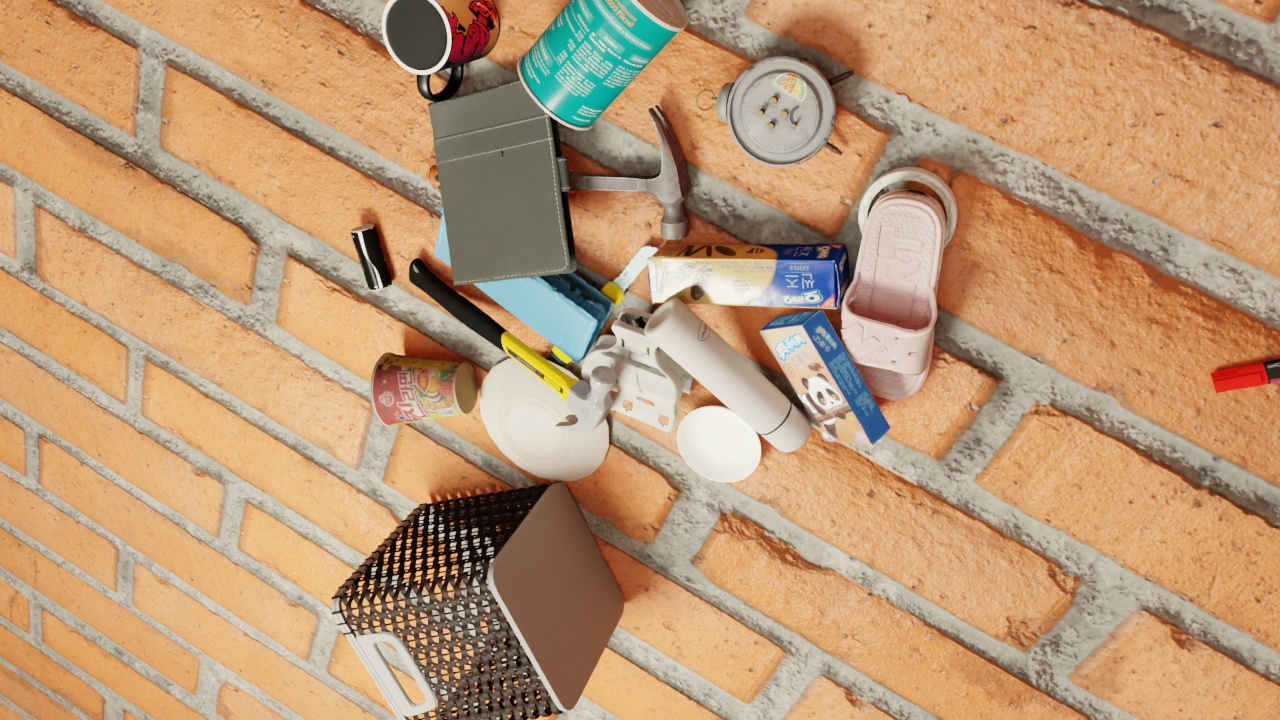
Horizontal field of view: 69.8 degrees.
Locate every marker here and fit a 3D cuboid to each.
[{"bbox_3d":[0.599,0.005,0.826,0.145,0.023,0.021,-16,101,30],"label":"marker"}]

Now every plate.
[{"bbox_3d":[0.096,0.095,1.097,0.104,0.026,0.104,10,120,18],"label":"plate"},{"bbox_3d":[-0.131,0.084,1.186,0.189,0.027,0.189,12,122,19],"label":"plate"}]

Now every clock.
[{"bbox_3d":[0.125,-0.245,0.890,0.148,0.056,0.104,12,119,16],"label":"clock"}]

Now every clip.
[{"bbox_3d":[0.001,-0.003,1.072,0.126,0.098,0.153,19,123,13],"label":"clip"}]

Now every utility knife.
[{"bbox_3d":[-0.045,-0.062,1.083,0.030,0.019,0.218,39,129,-6],"label":"utility knife"}]

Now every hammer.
[{"bbox_3d":[-0.164,-0.024,1.114,0.324,0.029,0.127,35,140,19],"label":"hammer"},{"bbox_3d":[-0.098,-0.212,1.021,0.315,0.034,0.138,6,117,22],"label":"hammer"}]

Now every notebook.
[{"bbox_3d":[-0.152,-0.193,1.010,0.170,0.029,0.209,-3,101,26],"label":"notebook"}]

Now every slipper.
[{"bbox_3d":[0.249,-0.052,0.916,0.094,0.064,0.240,12,128,19],"label":"slipper"}]

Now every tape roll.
[{"bbox_3d":[0.263,-0.142,0.904,0.094,0.018,0.094,10,119,19],"label":"tape roll"}]

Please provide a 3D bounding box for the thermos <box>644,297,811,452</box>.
[{"bbox_3d":[0.101,0.021,1.010,0.224,0.052,0.052,41,126,-19],"label":"thermos"}]

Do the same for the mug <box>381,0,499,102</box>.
[{"bbox_3d":[-0.209,-0.333,0.968,0.082,0.098,0.118,18,121,15],"label":"mug"}]

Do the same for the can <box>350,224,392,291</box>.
[{"bbox_3d":[-0.343,-0.131,1.173,0.032,0.031,0.080,-1,115,25],"label":"can"}]

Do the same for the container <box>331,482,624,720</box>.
[{"bbox_3d":[-0.200,0.325,1.223,0.244,0.244,0.247,-17,108,27],"label":"container"}]

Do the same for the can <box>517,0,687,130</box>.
[{"bbox_3d":[-0.039,-0.313,0.901,0.099,0.099,0.144,48,124,-5],"label":"can"}]

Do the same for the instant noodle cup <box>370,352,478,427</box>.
[{"bbox_3d":[-0.279,0.037,1.199,0.112,0.100,0.100,-1,115,17],"label":"instant noodle cup"}]

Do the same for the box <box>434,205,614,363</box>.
[{"bbox_3d":[-0.140,-0.099,1.092,0.231,0.053,0.093,36,142,8],"label":"box"}]

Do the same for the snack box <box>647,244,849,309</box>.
[{"bbox_3d":[0.113,-0.092,0.974,0.207,0.056,0.057,3,116,23],"label":"snack box"}]

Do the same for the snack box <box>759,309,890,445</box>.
[{"bbox_3d":[0.196,0.020,0.982,0.151,0.034,0.087,57,160,-11],"label":"snack box"}]
